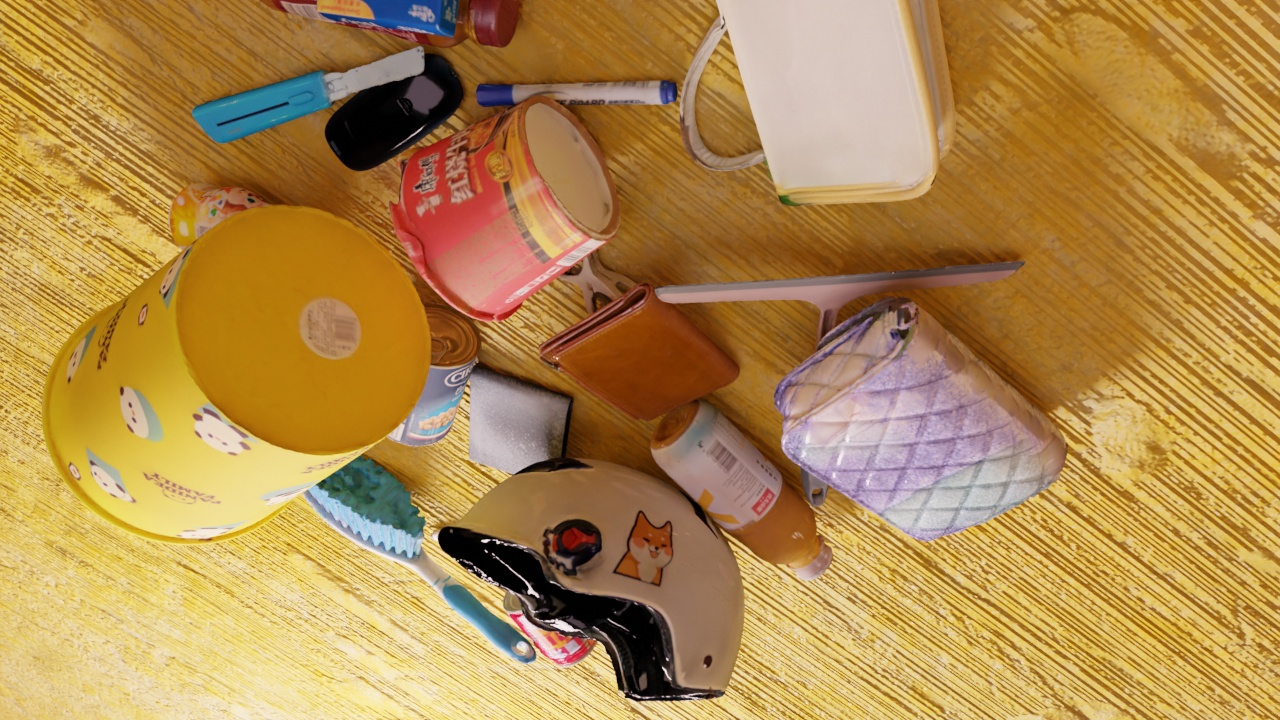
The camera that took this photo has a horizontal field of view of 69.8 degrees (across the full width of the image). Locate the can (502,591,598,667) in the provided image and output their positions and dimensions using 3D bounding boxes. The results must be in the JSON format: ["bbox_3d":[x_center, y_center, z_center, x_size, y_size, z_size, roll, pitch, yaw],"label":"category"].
[{"bbox_3d":[-0.092,0.268,0.962,0.067,0.066,0.094,-21,116,31],"label":"can"}]

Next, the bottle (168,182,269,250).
[{"bbox_3d":[-0.335,-0.113,0.768,0.108,0.063,0.063,10,128,14],"label":"bottle"}]

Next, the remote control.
[{"bbox_3d":[-0.190,-0.182,0.688,0.137,0.024,0.053,-22,113,32],"label":"remote control"}]

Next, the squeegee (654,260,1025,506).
[{"bbox_3d":[0.141,0.022,0.710,0.248,0.040,0.250,-4,131,2],"label":"squeegee"}]

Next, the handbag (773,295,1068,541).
[{"bbox_3d":[0.196,0.046,0.656,0.194,0.075,0.134,34,125,-29],"label":"handbag"}]

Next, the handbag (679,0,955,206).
[{"bbox_3d":[0.096,-0.179,0.571,0.179,0.063,0.163,1,127,38],"label":"handbag"}]

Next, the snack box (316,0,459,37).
[{"bbox_3d":[-0.145,-0.283,0.553,0.084,0.026,0.157,12,102,12],"label":"snack box"}]

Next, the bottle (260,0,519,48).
[{"bbox_3d":[-0.169,-0.246,0.610,0.175,0.057,0.058,16,129,8],"label":"bottle"}]

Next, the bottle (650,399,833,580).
[{"bbox_3d":[0.091,0.114,0.778,0.189,0.067,0.068,45,127,-16],"label":"bottle"}]

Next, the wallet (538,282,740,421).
[{"bbox_3d":[-0.004,0.004,0.712,0.119,0.035,0.130,-25,141,24],"label":"wallet"}]

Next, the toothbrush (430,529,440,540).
[{"bbox_3d":[-0.145,0.178,0.947,0.180,0.016,0.016,-9,120,26],"label":"toothbrush"}]

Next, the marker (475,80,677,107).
[{"bbox_3d":[-0.046,-0.185,0.637,0.146,0.016,0.017,4,127,17],"label":"marker"}]

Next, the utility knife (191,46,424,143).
[{"bbox_3d":[-0.251,-0.201,0.689,0.239,0.018,0.034,-5,122,29],"label":"utility knife"}]

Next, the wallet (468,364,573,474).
[{"bbox_3d":[-0.114,0.064,0.850,0.097,0.019,0.121,19,131,9],"label":"wallet"}]

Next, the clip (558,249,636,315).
[{"bbox_3d":[-0.033,-0.062,0.718,0.100,0.034,0.071,47,128,-6],"label":"clip"}]

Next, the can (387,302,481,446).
[{"bbox_3d":[-0.189,0.014,0.803,0.075,0.075,0.111,27,130,-1],"label":"can"}]

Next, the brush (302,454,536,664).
[{"bbox_3d":[-0.228,0.198,0.945,0.314,0.060,0.110,32,137,10],"label":"brush"}]

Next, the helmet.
[{"bbox_3d":[-0.022,0.174,0.803,0.274,0.156,0.231,33,154,6],"label":"helmet"}]

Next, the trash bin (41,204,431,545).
[{"bbox_3d":[-0.308,0.011,0.717,0.256,0.228,0.229,-23,115,44],"label":"trash bin"}]

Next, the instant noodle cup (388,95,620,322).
[{"bbox_3d":[-0.086,-0.109,0.639,0.109,0.137,0.138,-24,114,26],"label":"instant noodle cup"}]
